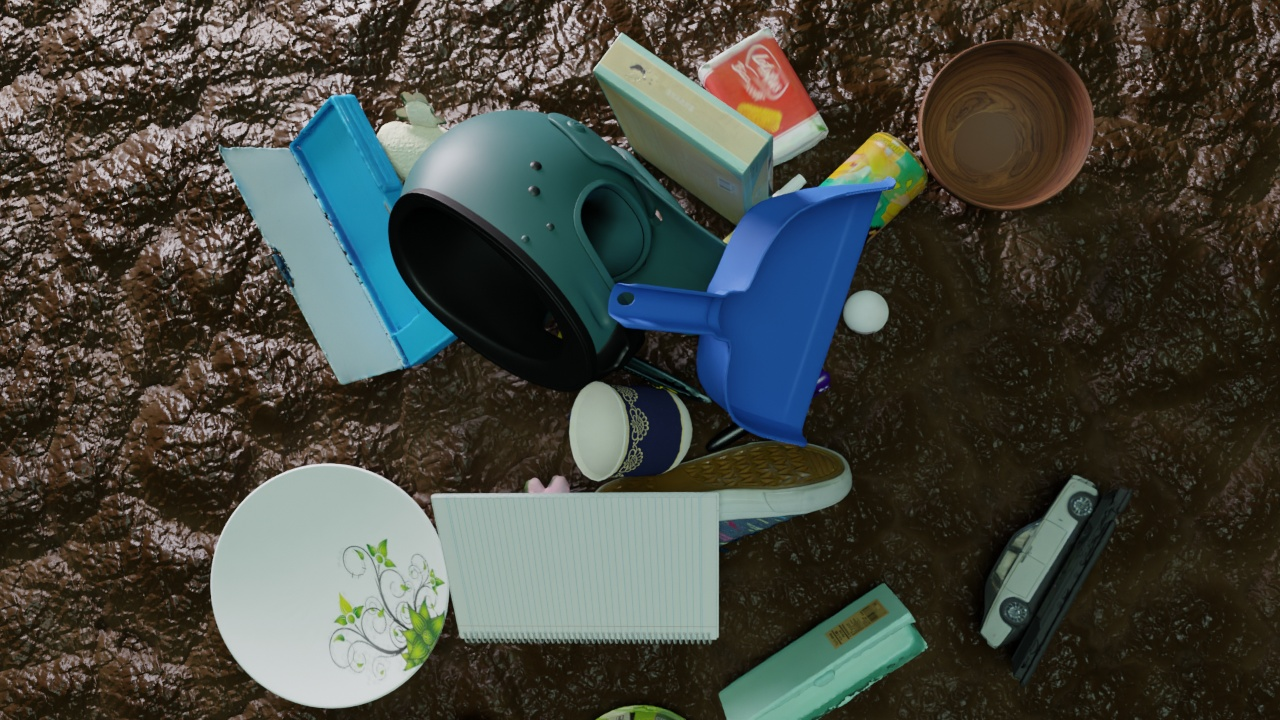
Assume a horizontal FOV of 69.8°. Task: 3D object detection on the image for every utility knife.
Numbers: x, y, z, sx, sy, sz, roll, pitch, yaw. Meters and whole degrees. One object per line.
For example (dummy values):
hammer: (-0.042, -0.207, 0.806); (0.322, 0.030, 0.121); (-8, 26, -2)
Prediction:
utility knife: (-0.005, 0.005, 0.825); (0.173, 0.028, 0.020); (25, 85, 30)

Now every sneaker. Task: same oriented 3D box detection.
sneaker: (0.076, 0.136, 0.839); (0.235, 0.087, 0.079); (-11, 115, 5)

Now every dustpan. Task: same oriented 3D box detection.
dustpan: (0.082, -0.042, 0.732); (0.257, 0.059, 0.246); (4, 111, -31)

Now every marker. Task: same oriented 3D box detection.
marker: (0.102, -0.126, 0.859); (0.132, 0.014, 0.014); (-42, 87, 3)
marker: (0.119, 0.050, 0.857); (0.134, 0.015, 0.018); (-32, 90, 3)

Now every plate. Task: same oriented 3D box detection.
plate: (-0.292, 0.212, 0.875); (0.229, 0.030, 0.229); (0, 90, 4)

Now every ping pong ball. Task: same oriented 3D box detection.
ping pong ball: (0.206, -0.044, 0.839); (0.040, 0.040, 0.040); (0, 90, 4)

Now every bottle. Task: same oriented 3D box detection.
bottle: (0.161, -0.110, 0.829); (0.210, 0.068, 0.068); (-44, 87, 3)

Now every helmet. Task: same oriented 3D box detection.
helmet: (-0.063, -0.100, 0.782); (0.275, 0.177, 0.199); (37, 50, 10)

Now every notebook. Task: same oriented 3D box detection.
notebook: (-0.053, 0.190, 0.825); (0.246, 0.013, 0.178); (-1, 121, 4)

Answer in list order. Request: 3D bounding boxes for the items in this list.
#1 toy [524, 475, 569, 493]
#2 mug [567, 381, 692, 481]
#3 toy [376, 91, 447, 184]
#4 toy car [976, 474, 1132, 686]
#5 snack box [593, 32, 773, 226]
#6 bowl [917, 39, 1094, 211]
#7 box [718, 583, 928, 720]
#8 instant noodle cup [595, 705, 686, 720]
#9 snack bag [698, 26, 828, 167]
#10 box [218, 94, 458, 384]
toy: (-0.098, 0.155, 0.856); (0.109, 0.041, 0.095); (-42, 101, 8)
mug: (-0.011, 0.061, 0.834); (0.089, 0.112, 0.086); (3, 97, -37)
toy: (-0.206, -0.197, 0.859); (0.087, 0.050, 0.112); (15, 113, 4)
toy car: (0.357, 0.185, 0.815); (0.071, 0.094, 0.192); (31, 92, 24)
snack box: (0.043, -0.180, 0.767); (0.141, 0.193, 0.044); (38, 91, 10)
bowl: (0.315, -0.201, 0.818); (0.147, 0.069, 0.147); (0, 89, 3)
box: (0.165, 0.282, 0.815); (0.188, 0.093, 0.077); (-33, 87, 3)
instant noodle cup: (-0.001, 0.395, 0.822); (0.146, 0.098, 0.146); (0, 90, 4)
snack bag: (0.112, -0.238, 0.848); (0.077, 0.036, 0.116); (-30, 88, 4)
box: (-0.266, -0.107, 0.824); (0.094, 0.115, 0.243); (-30, 87, 38)
